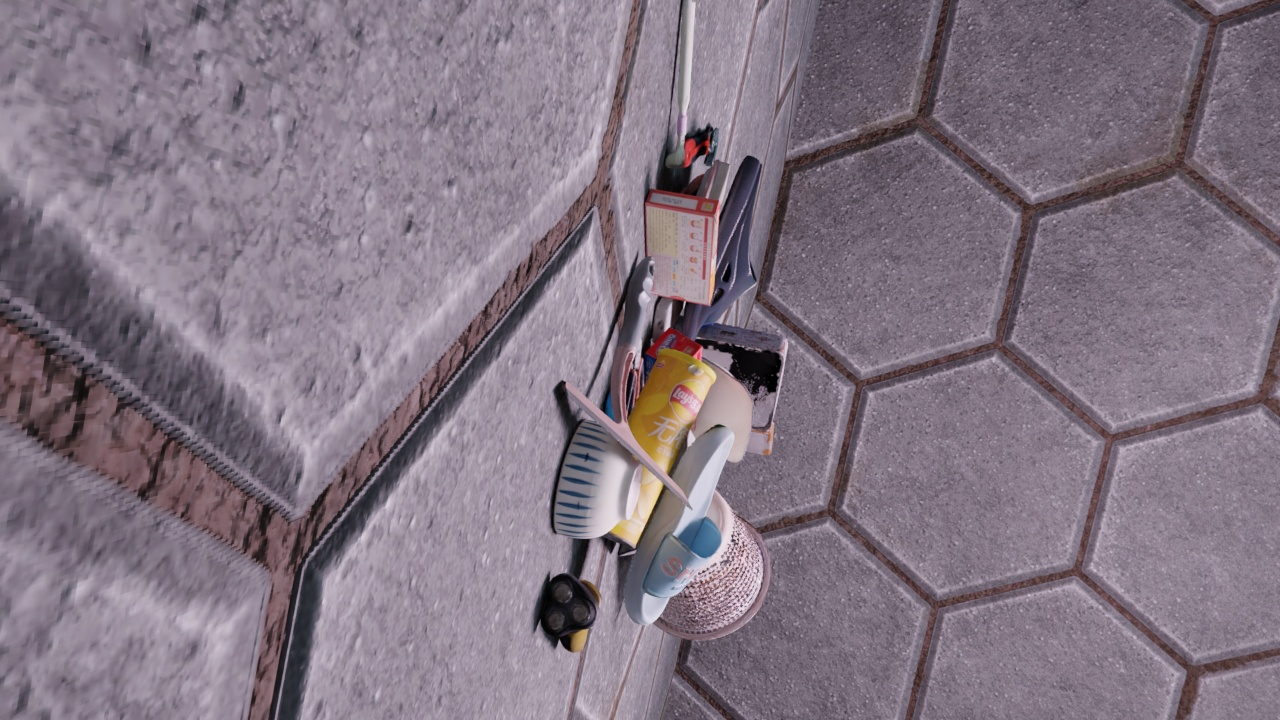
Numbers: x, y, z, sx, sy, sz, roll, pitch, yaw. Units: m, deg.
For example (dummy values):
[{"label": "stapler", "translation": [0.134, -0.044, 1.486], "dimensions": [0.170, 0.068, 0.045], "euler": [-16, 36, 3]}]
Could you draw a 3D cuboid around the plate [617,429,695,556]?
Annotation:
[{"label": "plate", "translation": [0.029, 0.182, 1.208], "dimensions": [0.266, 0.034, 0.161], "euler": [126, -13, -69]}]

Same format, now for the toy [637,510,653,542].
[{"label": "toy", "translation": [-0.001, 0.157, 1.106], "dimensions": [0.157, 0.066, 0.105], "euler": [-90, -179, -64]}]

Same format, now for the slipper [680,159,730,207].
[{"label": "slipper", "translation": [0.065, -0.171, 1.133], "dimensions": [0.274, 0.054, 0.114], "euler": [104, 5, -80]}]

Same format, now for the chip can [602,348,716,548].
[{"label": "chip can", "translation": [0.008, 0.094, 1.001], "dimensions": [0.213, 0.072, 0.072], "euler": [-64, 167, -14]}]

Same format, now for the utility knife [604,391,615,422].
[{"label": "utility knife", "translation": [-0.035, 0.117, 1.054], "dimensions": [0.034, 0.018, 0.217], "euler": [-67, 167, -48]}]

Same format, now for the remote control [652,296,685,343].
[{"label": "remote control", "translation": [0.041, -0.074, 1.234], "dimensions": [0.134, 0.019, 0.056], "euler": [-61, 161, -58]}]

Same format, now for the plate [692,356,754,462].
[{"label": "plate", "translation": [0.094, 0.052, 1.281], "dimensions": [0.034, 0.164, 0.164], "euler": [-40, 150, -33]}]

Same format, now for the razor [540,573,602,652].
[{"label": "razor", "translation": [-0.073, 0.274, 0.960], "dimensions": [0.067, 0.062, 0.168], "euler": [-39, 159, -23]}]

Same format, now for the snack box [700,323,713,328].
[{"label": "snack box", "translation": [0.096, -0.116, 1.370], "dimensions": [0.084, 0.026, 0.156], "euler": [66, 24, -18]}]

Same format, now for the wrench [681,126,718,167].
[{"label": "wrench", "translation": [0.079, -0.279, 1.204], "dimensions": [0.272, 0.016, 0.056], "euler": [-49, 150, -71]}]

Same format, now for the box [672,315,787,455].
[{"label": "box", "translation": [0.122, 0.061, 1.397], "dimensions": [0.274, 0.179, 0.124], "euler": [91, 15, -46]}]

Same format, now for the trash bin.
[{"label": "trash bin", "translation": [0.078, 0.291, 1.416], "dimensions": [0.192, 0.228, 0.226], "euler": [68, 34, -52]}]

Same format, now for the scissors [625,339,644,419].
[{"label": "scissors", "translation": [-0.010, 0.013, 1.065], "dimensions": [0.205, 0.015, 0.196], "euler": [67, 37, -73]}]

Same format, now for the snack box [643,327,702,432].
[{"label": "snack box", "translation": [0.041, 0.046, 1.227], "dimensions": [0.058, 0.057, 0.208], "euler": [-48, 157, -28]}]

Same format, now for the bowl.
[{"label": "bowl", "translation": [-0.037, 0.121, 0.900], "dimensions": [0.116, 0.066, 0.116], "euler": [13, 89, -80]}]

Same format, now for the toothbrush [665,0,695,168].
[{"label": "toothbrush", "translation": [0.044, -0.296, 0.978], "dimensions": [0.029, 0.020, 0.190], "euler": [-26, 135, -35]}]

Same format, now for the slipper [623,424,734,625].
[{"label": "slipper", "translation": [0.057, 0.189, 1.030], "dimensions": [0.104, 0.074, 0.246], "euler": [-7, 121, -65]}]

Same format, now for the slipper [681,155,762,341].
[{"label": "slipper", "translation": [0.122, -0.130, 1.204], "dimensions": [0.110, 0.083, 0.269], "euler": [-72, -178, -69]}]

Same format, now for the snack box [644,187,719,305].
[{"label": "snack box", "translation": [0.046, -0.124, 1.027], "dimensions": [0.156, 0.077, 0.027], "euler": [88, 17, -56]}]

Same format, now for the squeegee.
[{"label": "squeegee", "translation": [-0.009, -0.005, 0.933], "dimensions": [0.247, 0.040, 0.249], "euler": [47, 38, -45]}]
